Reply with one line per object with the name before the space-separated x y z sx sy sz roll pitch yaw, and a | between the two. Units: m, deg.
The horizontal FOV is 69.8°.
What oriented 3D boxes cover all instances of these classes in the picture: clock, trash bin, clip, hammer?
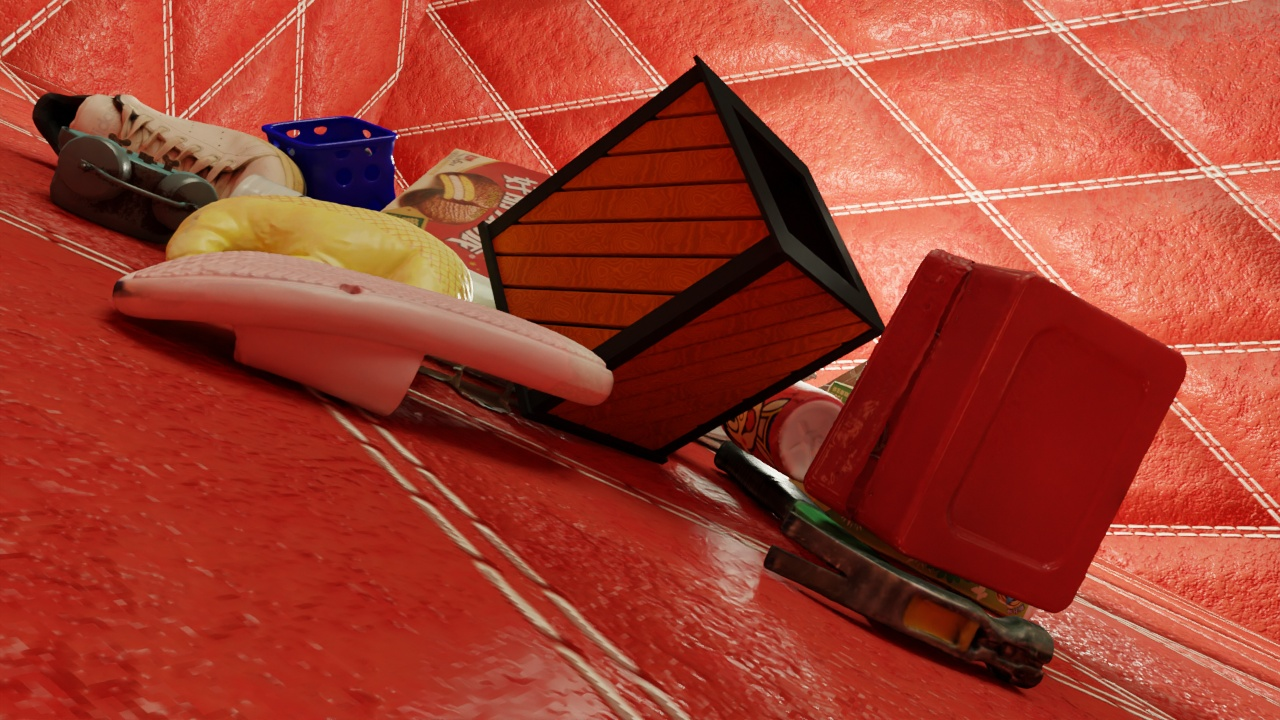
clock | -0.318 -0.108 0.575 0.090 0.053 0.124 21 4 -38
trash bin | 0.023 -0.049 0.557 0.139 0.172 0.139 25 40 -50
clip | -0.096 0.016 0.553 0.101 0.043 0.054 22 -8 -32
hammer | 0.102 0.097 0.562 0.130 0.032 0.319 23 3 -12

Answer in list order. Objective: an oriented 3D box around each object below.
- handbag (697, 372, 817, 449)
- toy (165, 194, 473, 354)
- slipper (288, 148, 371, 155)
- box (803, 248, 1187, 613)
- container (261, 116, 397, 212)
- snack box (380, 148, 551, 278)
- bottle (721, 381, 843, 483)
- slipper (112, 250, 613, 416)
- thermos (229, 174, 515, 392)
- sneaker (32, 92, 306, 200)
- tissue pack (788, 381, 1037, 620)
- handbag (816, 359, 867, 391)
handbag | 0.091 0.039 0.917 0.142 0.096 0.198 9 3 5
toy | -0.175 -0.053 0.529 0.170 0.065 0.154 24 27 10
slipper | -0.275 -0.168 0.890 0.264 0.082 0.101 21 7 11
box | 0.187 0.038 0.489 0.137 0.157 0.127 21 8 -40
container | -0.256 -0.136 0.766 0.084 0.114 0.084 -21 36 -41
snack box | -0.145 -0.104 0.770 0.113 0.060 0.235 17 31 1
bottle | 0.087 0.037 0.634 0.062 0.062 0.137 23 2 -24
slipper | -0.116 -0.009 0.421 0.221 0.056 0.107 13 7 -27
thermos | -0.169 -0.050 0.627 0.230 0.068 0.068 23 3 -6
sneaker | -0.360 -0.155 0.688 0.242 0.089 0.102 21 -7 24
tissue pack | 0.201 0.097 0.654 0.198 0.120 0.141 18 2 28
handbag | 0.216 0.094 0.852 0.175 0.062 0.198 56 -21 1
